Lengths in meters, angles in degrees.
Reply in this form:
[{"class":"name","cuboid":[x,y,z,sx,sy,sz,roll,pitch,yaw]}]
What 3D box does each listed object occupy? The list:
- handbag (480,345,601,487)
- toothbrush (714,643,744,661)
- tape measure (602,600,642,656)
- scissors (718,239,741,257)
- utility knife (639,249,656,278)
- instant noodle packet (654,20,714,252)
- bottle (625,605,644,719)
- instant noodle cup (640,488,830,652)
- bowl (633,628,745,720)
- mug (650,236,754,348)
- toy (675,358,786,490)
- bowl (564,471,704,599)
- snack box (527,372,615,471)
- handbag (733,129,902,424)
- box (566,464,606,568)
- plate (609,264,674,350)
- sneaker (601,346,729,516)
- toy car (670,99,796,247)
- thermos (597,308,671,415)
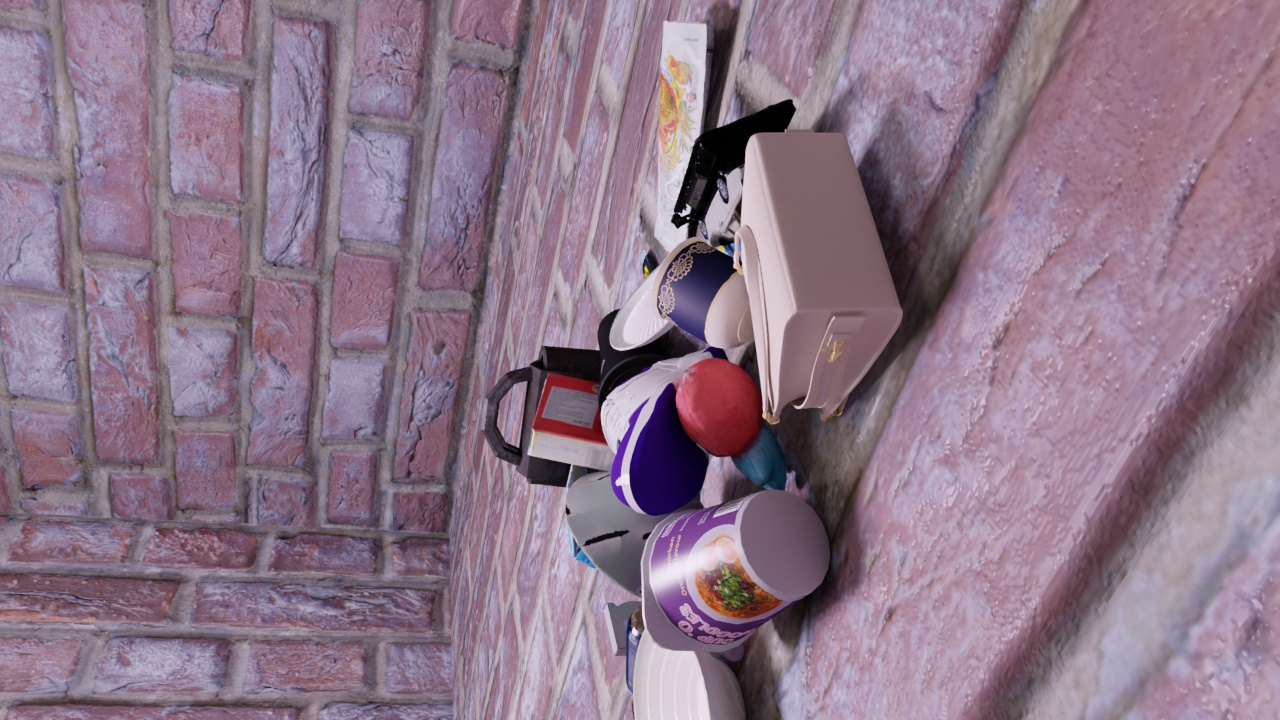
[{"class":"handbag","cuboid":[-0.121,0.079,1.286,0.102,0.199,0.197,-145,61,-72]},{"class":"toothbrush","cuboid":[0.059,0.274,0.919,0.188,0.018,0.019,157,109,-72]},{"class":"tape measure","cuboid":[-0.008,0.308,1.062,0.060,0.062,0.020,-108,28,-43]},{"class":"scissors","cuboid":[0.088,-0.135,0.976,0.130,0.022,0.071,-104,24,-58]},{"class":"utility knife","cuboid":[0.018,-0.099,1.194,0.187,0.020,0.029,-107,30,-56]},{"class":"instant noodle packet","cuboid":[0.044,-0.267,1.107,0.146,0.057,0.269,-121,35,-66]},{"class":"bottle","cuboid":[0.013,0.325,0.964,0.056,0.056,0.161,-108,15,-55]},{"class":"instant noodle cup","cuboid":[0.077,0.164,0.728,0.136,0.122,0.122,-40,-2,-38]},{"class":"bowl","cuboid":[0.051,0.322,0.840,0.177,0.057,0.176,-179,90,-68]},{"class":"mug","cuboid":[0.078,-0.056,0.862,0.089,0.111,0.086,32,104,31]},{"class":"toy","cuboid":[0.078,0.054,0.760,0.062,0.133,0.092,-26,21,34]},{"class":"bowl","cuboid":[0.022,0.139,0.837,0.068,0.174,0.174,-60,26,27]},{"class":"snack box","cuboid":[-0.054,0.075,1.101,0.144,0.142,0.040,-84,6,-64]},{"class":"handbag","cuboid":[0.120,-0.045,0.718,0.198,0.101,0.194,97,169,-54]},{"class":"box","cuboid":[-0.059,0.152,1.108,0.092,0.085,0.243,-57,6,9]},{"class":"plate","cuboid":[0.025,-0.070,1.033,0.157,0.014,0.156,-39,24,20]},{"class":"sneaker","cuboid":[0.005,0.060,0.825,0.092,0.111,0.243,69,-154,-14]},{"class":"toy car","cuboid":[0.090,-0.148,0.824,0.192,0.094,0.071,117,130,-77]},{"class":"thermos","cuboid":[-0.007,0.006,1.107,0.218,0.105,0.106,-108,28,-65]}]
